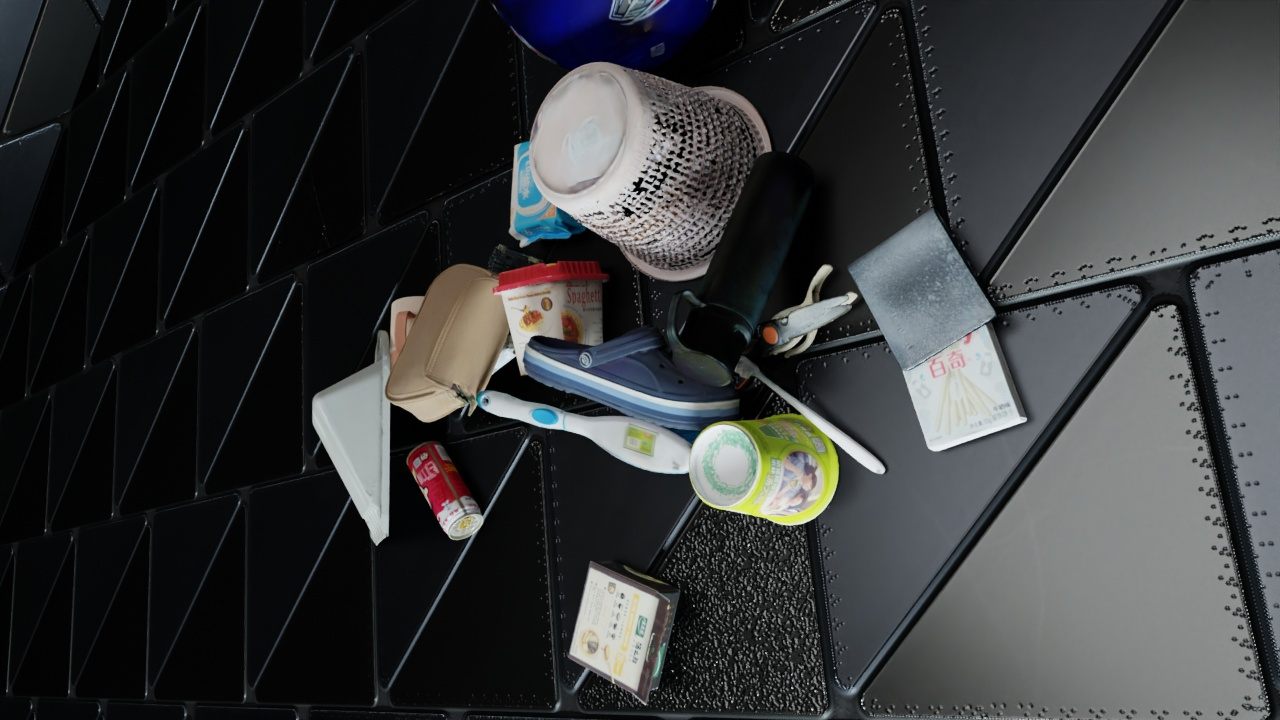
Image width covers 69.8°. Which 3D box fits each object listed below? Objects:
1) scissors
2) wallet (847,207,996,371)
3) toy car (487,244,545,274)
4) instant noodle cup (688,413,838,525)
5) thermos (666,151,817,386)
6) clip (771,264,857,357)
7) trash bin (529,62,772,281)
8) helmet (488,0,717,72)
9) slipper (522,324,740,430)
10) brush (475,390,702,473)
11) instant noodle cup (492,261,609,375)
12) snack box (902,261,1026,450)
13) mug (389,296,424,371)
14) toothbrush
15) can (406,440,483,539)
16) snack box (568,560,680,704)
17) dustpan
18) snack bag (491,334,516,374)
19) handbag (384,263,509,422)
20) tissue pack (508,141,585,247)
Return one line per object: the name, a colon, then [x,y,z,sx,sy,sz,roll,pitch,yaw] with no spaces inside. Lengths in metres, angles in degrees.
scissors: [0.132,-0.011,0.904,0.235,0.021,0.139,8,116,49]
wallet: [0.251,-0.063,0.826,0.097,0.019,0.120,-37,61,31]
toy car: [-0.159,-0.117,1.191,0.106,0.031,0.049,24,99,40]
instant noodle cup: [0.112,0.101,0.879,0.112,0.123,0.111,-8,78,38]
thermos: [0.095,-0.098,0.879,0.069,0.090,0.242,-5,51,46]
clip: [0.168,-0.045,0.915,0.101,0.034,0.074,-49,56,20]
trash bin: [-0.002,-0.212,0.978,0.228,0.191,0.227,-7,79,38]
helmet: [-0.015,-0.467,1.000,0.240,0.247,0.315,25,96,11]
slipper: [-0.006,0.006,0.966,0.253,0.105,0.095,15,101,24]
brush: [-0.048,0.073,1.024,0.315,0.109,0.060,14,98,42]
instant noodle cup: [-0.100,-0.049,1.090,0.117,0.116,0.124,-8,90,38]
snack box: [0.278,-0.005,0.825,0.085,0.026,0.156,-26,68,33]
mug: [-0.305,-0.030,1.245,0.082,0.114,0.105,-6,75,8]
toothbrush: [0.160,0.053,0.888,0.180,0.016,0.016,38,140,19]
can: [-0.258,0.171,1.212,0.053,0.053,0.132,-52,55,20]
snack box: [-0.013,0.291,0.996,0.126,0.053,0.113,14,92,39]
dustpan: [-0.356,0.100,1.261,0.257,0.142,0.223,60,157,2]
snack bag: [-0.185,-0.006,1.197,0.106,0.026,0.045,-34,37,32]
handbag: [-0.229,-0.020,1.156,0.148,0.099,0.204,1,63,45]
tissue pack: [-0.117,-0.214,1.151,0.090,0.063,0.140,-4,80,38]
